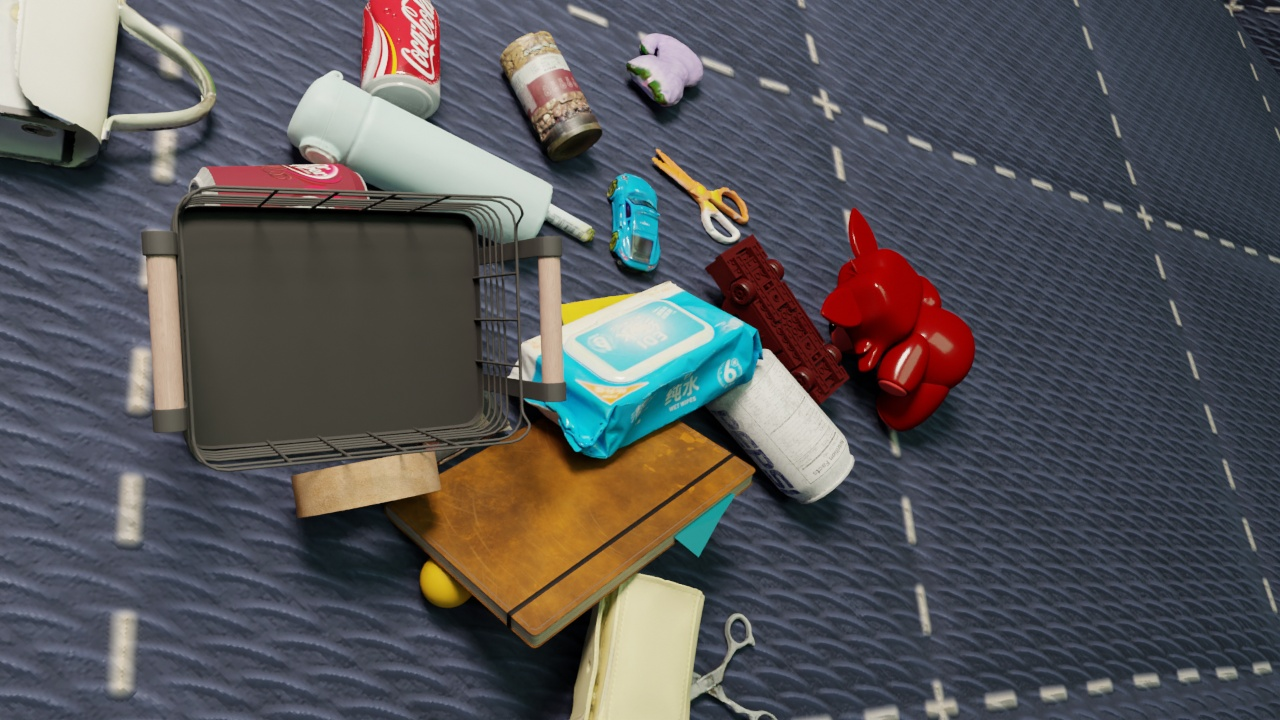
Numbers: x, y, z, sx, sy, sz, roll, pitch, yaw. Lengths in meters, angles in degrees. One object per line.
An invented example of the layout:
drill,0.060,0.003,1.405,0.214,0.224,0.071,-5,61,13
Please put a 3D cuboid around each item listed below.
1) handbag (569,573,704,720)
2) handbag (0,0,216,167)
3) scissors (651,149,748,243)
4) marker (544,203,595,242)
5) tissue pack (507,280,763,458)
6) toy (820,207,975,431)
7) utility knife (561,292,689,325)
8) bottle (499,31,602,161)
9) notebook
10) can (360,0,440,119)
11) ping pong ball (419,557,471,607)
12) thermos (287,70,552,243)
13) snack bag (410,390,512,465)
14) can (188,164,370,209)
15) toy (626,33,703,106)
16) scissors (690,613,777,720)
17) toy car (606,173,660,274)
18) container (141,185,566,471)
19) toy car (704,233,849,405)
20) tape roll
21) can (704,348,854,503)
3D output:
handbag,-0.008,0.226,0.660,0.081,0.111,0.119,17,58,-10
handbag,-0.382,-0.210,0.624,0.175,0.074,0.151,9,65,-32
scissors,0.057,-0.168,0.944,0.131,0.013,0.073,32,55,-20
marker,-0.105,-0.145,0.820,0.146,0.017,0.017,28,56,-22
tissue pack,-0.005,0.004,0.763,0.208,0.066,0.117,-27,46,-35
toy,0.257,-0.039,0.954,0.197,0.121,0.158,42,54,-24
utility knife,-0.011,-0.046,0.839,0.175,0.017,0.030,-12,82,-37
bottle,-0.083,-0.245,0.853,0.056,0.056,0.105,-24,84,-39
notebook,-0.035,0.100,0.691,0.178,0.014,0.248,31,42,32
can,-0.202,-0.258,0.774,0.064,0.064,0.104,8,65,-31
ping pong ball,-0.136,0.155,0.651,0.040,0.040,0.040,14,62,-29
thermos,-0.177,-0.159,0.746,0.206,0.065,0.077,23,60,-24
snack bag,-0.168,0.001,0.711,0.074,0.018,0.155,-27,86,-38
can,-0.261,-0.110,0.668,0.114,0.063,0.063,-11,76,-37
toy,0.022,-0.308,0.968,0.080,0.037,0.099,43,47,2
scissors,0.065,0.274,0.750,0.171,0.014,0.141,48,49,-2
toy car,-0.004,-0.134,0.874,0.048,0.032,0.105,12,62,-29
container,-0.184,-0.023,0.594,0.241,0.130,0.163,-3,94,-29
toy car,0.127,-0.033,0.898,0.070,0.062,0.170,-35,91,-39
tape roll,-0.183,0.082,0.615,0.093,0.094,0.027,-8,85,-36
can,0.128,0.060,0.847,0.136,0.078,0.078,48,51,-7
